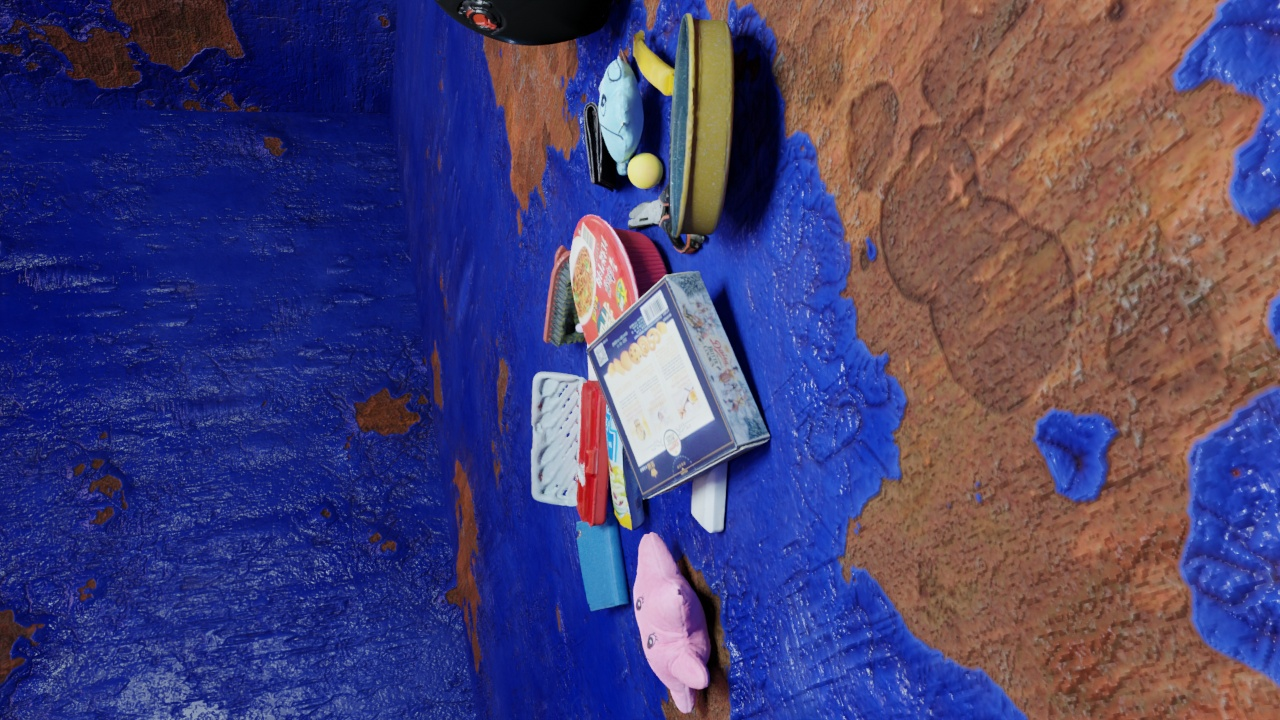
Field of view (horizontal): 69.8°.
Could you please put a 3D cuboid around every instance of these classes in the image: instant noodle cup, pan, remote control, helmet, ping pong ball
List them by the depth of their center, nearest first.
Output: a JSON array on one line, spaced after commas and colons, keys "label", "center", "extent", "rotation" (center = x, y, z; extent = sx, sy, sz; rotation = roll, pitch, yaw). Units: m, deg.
[{"label": "pan", "center": [0.033, -0.258, 0.902], "extent": [0.356, 0.078, 0.198], "rotation": [-92, 5, -54]}, {"label": "remote control", "center": [0.072, 0.118, 0.967], "extent": [0.049, 0.024, 0.125], "rotation": [-143, 52, -63]}, {"label": "ping pong ball", "center": [0.006, -0.216, 1.046], "extent": [0.040, 0.040, 0.040], "rotation": [175, 90, -70]}, {"label": "helmet", "center": [-0.144, -0.486, 1.074], "extent": [0.230, 0.275, 0.233], "rotation": [65, -158, -66]}, {"label": "instant noodle cup", "center": [-0.019, -0.082, 1.085], "extent": [0.194, 0.065, 0.194], "rotation": [45, 143, 50]}]

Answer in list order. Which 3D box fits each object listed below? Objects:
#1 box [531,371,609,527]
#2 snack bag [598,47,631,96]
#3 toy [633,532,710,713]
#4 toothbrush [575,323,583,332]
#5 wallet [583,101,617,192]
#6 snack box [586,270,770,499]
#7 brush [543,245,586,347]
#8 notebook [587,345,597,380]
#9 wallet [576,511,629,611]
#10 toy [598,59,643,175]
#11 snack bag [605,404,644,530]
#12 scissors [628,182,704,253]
[{"label": "box", "center": [-0.091, 0.121, 1.293], "extent": [0.155, 0.073, 0.201], "rotation": [17, 111, 40]}, {"label": "snack bag", "center": [-0.030, -0.343, 1.133], "extent": [0.104, 0.026, 0.048], "rotation": [-36, 72, 66]}, {"label": "toy", "center": [0.033, 0.284, 1.032], "extent": [0.179, 0.074, 0.194], "rotation": [97, 158, -52]}, {"label": "toothbrush", "center": [-0.059, -0.049, 1.260], "extent": [0.021, 0.029, 0.189], "rotation": [52, 163, -12]}, {"label": "wallet", "center": [-0.046, -0.262, 1.136], "extent": [0.122, 0.020, 0.096], "rotation": [-33, -59, -80]}, {"label": "snack box", "center": [0.030, 0.030, 0.934], "extent": [0.178, 0.045, 0.182], "rotation": [-38, 70, 52]}, {"label": "brush", "center": [-0.110, -0.095, 1.353], "extent": [0.069, 0.063, 0.146], "rotation": [43, 134, 43]}, {"label": "notebook", "center": [-0.037, 0.007, 1.251], "extent": [0.209, 0.012, 0.150], "rotation": [178, 88, -69]}, {"label": "wallet", "center": [-0.054, 0.291, 1.328], "extent": [0.107, 0.040, 0.133], "rotation": [-34, 61, 57]}, {"label": "toy", "center": [-0.023, -0.277, 1.055], "extent": [0.156, 0.050, 0.162], "rotation": [-101, 6, -52]}, {"label": "snack bag", "center": [-0.025, 0.112, 1.172], "extent": [0.110, 0.039, 0.191], "rotation": [-98, 2, -72]}, {"label": "scissors", "center": [0.027, -0.155, 1.039], "extent": [0.208, 0.015, 0.191], "rotation": [114, 145, -53]}]
